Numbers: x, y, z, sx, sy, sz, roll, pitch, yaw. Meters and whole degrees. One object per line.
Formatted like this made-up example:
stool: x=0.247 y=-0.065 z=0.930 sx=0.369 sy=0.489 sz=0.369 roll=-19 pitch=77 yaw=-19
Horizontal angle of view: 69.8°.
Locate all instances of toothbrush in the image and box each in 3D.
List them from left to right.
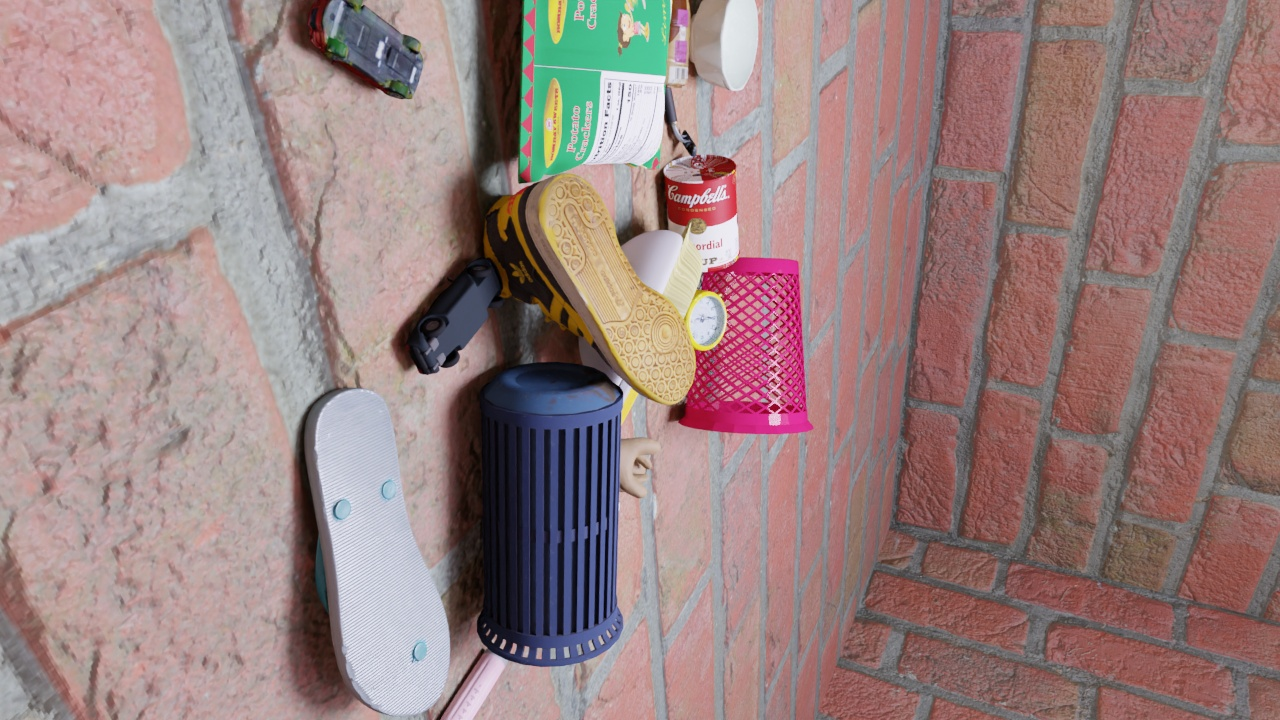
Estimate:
toothbrush: x=-0.190 y=0.364 z=0.844 sx=0.221 sy=0.027 sz=0.027 roll=-56 pitch=176 yaw=-41

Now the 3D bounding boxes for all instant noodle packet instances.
instant noodle packet: x=-0.034 y=-0.266 z=0.826 sx=0.252 sy=0.090 sz=0.196 roll=-26 pitch=124 yaw=-58

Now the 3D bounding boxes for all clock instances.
clock: x=0.055 y=-0.050 z=1.148 sx=0.118 sy=0.057 sz=0.083 roll=-13 pitch=107 yaw=-41

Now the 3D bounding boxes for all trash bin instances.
trash bin: x=-0.082 y=0.134 z=0.846 sx=0.139 sy=0.139 sz=0.250 roll=-28 pitch=124 yaw=-60

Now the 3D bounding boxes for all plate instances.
plate: x=0.033 y=-0.063 z=1.020 sx=0.184 sy=0.036 sz=0.184 roll=-160 pitch=-86 yaw=-87

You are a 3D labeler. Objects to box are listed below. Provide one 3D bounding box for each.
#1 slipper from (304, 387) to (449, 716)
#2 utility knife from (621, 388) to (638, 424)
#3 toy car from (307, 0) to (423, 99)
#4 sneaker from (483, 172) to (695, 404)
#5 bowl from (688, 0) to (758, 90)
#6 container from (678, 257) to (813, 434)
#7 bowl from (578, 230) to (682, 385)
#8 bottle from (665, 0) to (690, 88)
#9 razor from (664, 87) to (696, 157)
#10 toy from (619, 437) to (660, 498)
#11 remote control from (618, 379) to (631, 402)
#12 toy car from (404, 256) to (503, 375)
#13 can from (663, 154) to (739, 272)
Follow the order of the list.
slipper: x=-0.212 y=0.152 z=0.691 sx=0.098 sy=0.055 sz=0.269 roll=-33 pitch=119 yaw=-54
utility knife: x=-0.005 y=0.029 z=1.082 sx=0.191 sy=0.018 sz=0.030 roll=-59 pitch=159 yaw=-10
toy car: x=-0.180 y=-0.206 z=0.602 sx=0.091 sy=0.036 sz=0.042 roll=24 pitch=79 yaw=-66
sneaker: x=-0.051 y=-0.054 z=0.811 sx=0.085 sy=0.122 sz=0.238 roll=-50 pitch=123 yaw=-29
bowl: x=0.092 y=-0.380 z=1.085 sx=0.117 sy=0.061 sz=0.117 roll=-37 pitch=132 yaw=-56
container: x=0.148 y=-0.024 z=1.252 sx=0.183 sy=0.183 sz=0.226 roll=-6 pitch=98 yaw=-65
bowl: x=-0.022 y=-0.059 z=0.938 sx=0.176 sy=0.066 sz=0.176 roll=-160 pitch=-86 yaw=-87
bottle: x=0.023 y=-0.367 z=0.943 sx=0.059 sy=0.060 sz=0.166 roll=-30 pitch=126 yaw=-59
razor: x=0.034 y=-0.297 z=1.050 sx=0.144 sy=0.022 sz=0.042 roll=66 pitch=0 yaw=-46
toy: x=-0.034 y=0.104 z=0.962 sx=0.105 sy=0.108 sz=0.134 roll=21 pitch=78 yaw=-20
remote control: x=-0.006 y=0.005 z=0.933 sx=0.033 sy=0.012 sz=0.131 roll=-73 pitch=-172 yaw=-68
toy car: x=-0.150 y=-0.037 z=0.744 sx=0.111 sy=0.034 sz=0.046 roll=-58 pitch=148 yaw=-35
can: x=0.075 y=-0.177 z=1.107 sx=0.086 sy=0.087 sz=0.116 roll=-50 pitch=143 yaw=-47
